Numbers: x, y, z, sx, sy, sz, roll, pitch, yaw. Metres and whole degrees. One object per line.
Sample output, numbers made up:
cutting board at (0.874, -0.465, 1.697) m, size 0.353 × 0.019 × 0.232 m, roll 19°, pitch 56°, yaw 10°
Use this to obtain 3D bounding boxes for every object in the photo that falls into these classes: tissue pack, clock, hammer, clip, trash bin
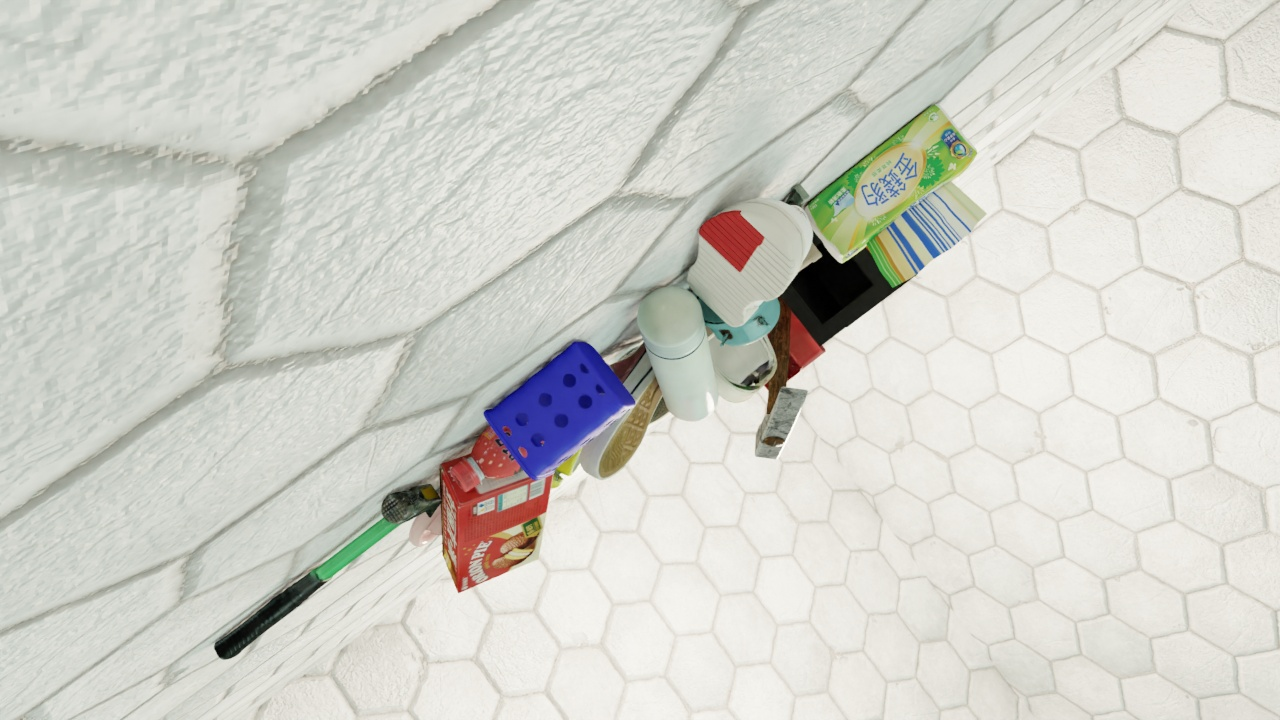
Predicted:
tissue pack at (0.310, -0.179, 1.080) m, size 0.198 × 0.141 × 0.120 m, roll -39°, pitch 173°, yaw 17°
clock at (0.103, -0.069, 0.986) m, size 0.090 × 0.053 × 0.124 m, roll -22°, pitch -141°, yaw 16°
hammer at (-0.352, 0.237, 1.025) m, size 0.319 × 0.032 × 0.130 m, roll -37°, pitch 174°, yaw 10°
clip at (-0.007, 0.007, 1.205) m, size 0.101 × 0.043 × 0.054 m, roll -37°, pitch -174°, yaw -8°
clock at (-0.098, 0.108, 1.130) m, size 0.119 × 0.057 × 0.083 m, roll -65°, pitch 175°, yaw 24°
hammer at (0.212, -0.028, 1.358) m, size 0.218 × 0.037 × 0.299 m, roll 96°, pitch 1°, yaw -62°
clip at (0.151, -0.154, 0.947) m, size 0.061 × 0.023 × 0.076 m, roll -36°, pitch 172°, yaw 3°
trash bin at (0.302, -0.132, 1.377) m, size 0.140 × 0.139 × 0.171 m, roll -40°, pitch 173°, yaw 28°

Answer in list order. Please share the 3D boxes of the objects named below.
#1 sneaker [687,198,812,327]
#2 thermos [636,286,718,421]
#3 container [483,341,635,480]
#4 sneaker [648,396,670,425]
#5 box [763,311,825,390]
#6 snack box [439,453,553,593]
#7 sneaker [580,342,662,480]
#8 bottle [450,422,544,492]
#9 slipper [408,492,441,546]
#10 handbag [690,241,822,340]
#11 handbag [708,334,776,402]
sneaker at (0.116, -0.109, 0.832) m, size 0.104 × 0.090 × 0.237 m, roll -44°, pitch 174°, yaw -12°
thermos at (0.044, -0.001, 0.997) m, size 0.068 × 0.068 × 0.230 m, roll -36°, pitch 156°, yaw -6°
container at (-0.076, 0.047, 0.894) m, size 0.114 × 0.085 × 0.084 m, roll -39°, pitch 174°, yaw 7°
sneaker at (-0.016, 0.074, 1.370) m, size 0.241 × 0.089 × 0.102 m, roll -33°, pitch 165°, yaw 4°
box at (0.237, -0.048, 1.582) m, size 0.127 × 0.157 × 0.136 m, roll -44°, pitch 173°, yaw 23°
snack box at (-0.173, 0.185, 1.082) m, size 0.113 × 0.060 × 0.237 m, roll -19°, pitch 150°, yaw -23°
sneaker at (-0.026, 0.038, 1.082) m, size 0.240 × 0.088 × 0.118 m, roll -57°, pitch 157°, yaw -44°
bottle at (-0.136, 0.089, 0.971) m, size 0.137 × 0.062 × 0.062 m, roll -35°, pitch 173°, yaw -20°
slipper at (-0.207, 0.165, 1.168) m, size 0.222 × 0.055 × 0.106 m, roll -42°, pitch 174°, yaw 18°
handbag at (0.124, -0.091, 1.134) m, size 0.176 × 0.062 × 0.198 m, roll -38°, pitch 179°, yaw 4°
handbag at (0.132, -0.011, 1.342) m, size 0.096 × 0.142 × 0.198 m, roll -38°, pitch 175°, yaw -6°
